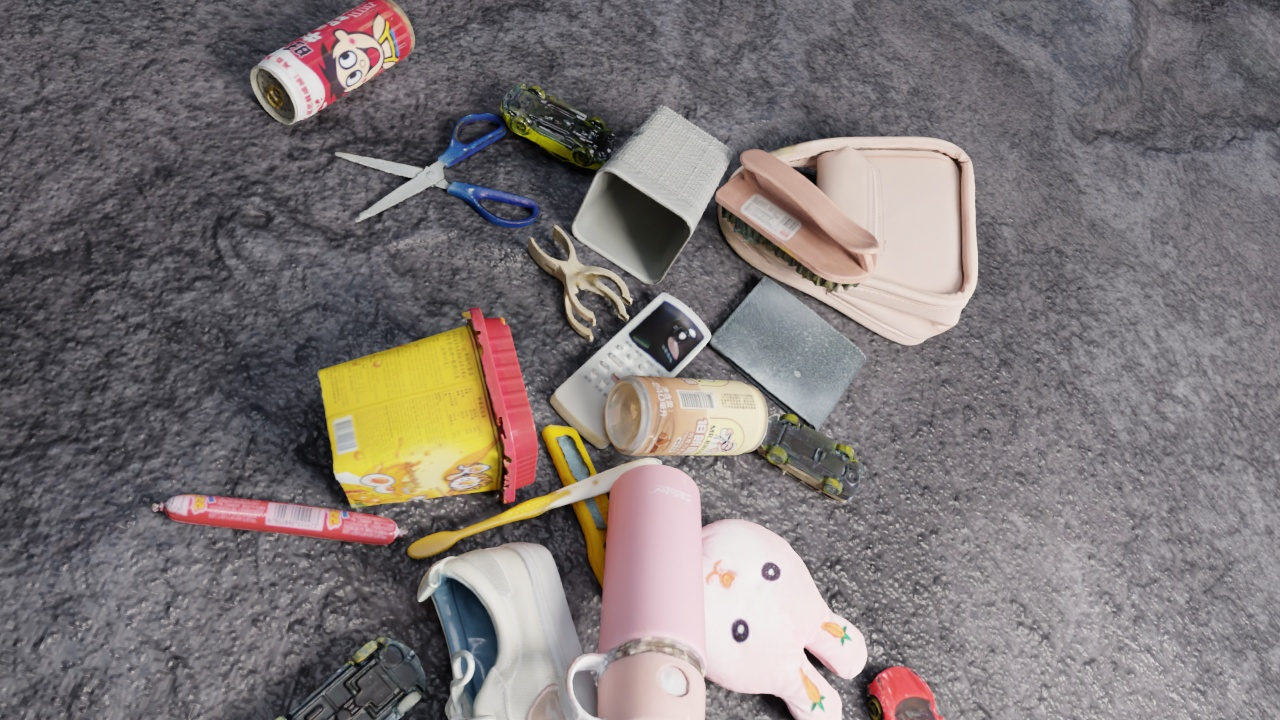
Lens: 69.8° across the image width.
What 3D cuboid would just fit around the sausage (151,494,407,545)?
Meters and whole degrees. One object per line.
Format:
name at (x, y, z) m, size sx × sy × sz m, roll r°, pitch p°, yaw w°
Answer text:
sausage at (-0.229, 0.102, 0.589) m, size 0.155 × 0.020 × 0.020 m, roll 10°, pitch 60°, yaw -16°

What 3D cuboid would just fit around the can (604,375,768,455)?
can at (0.035, 0.042, 0.690) m, size 0.116 × 0.059 × 0.058 m, roll 4°, pitch 61°, yaw -34°

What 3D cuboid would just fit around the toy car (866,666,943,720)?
toy car at (0.199, 0.273, 0.659) m, size 0.049 × 0.031 × 0.106 m, roll -3°, pitch 62°, yaw -24°

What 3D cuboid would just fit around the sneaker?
sneaker at (-0.073, 0.223, 0.536) m, size 0.090 × 0.090 × 0.242 m, roll 5°, pitch 56°, yaw -42°

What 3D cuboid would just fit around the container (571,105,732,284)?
container at (0.014, -0.144, 0.779) m, size 0.090 × 0.090 × 0.114 m, roll 33°, pitch 53°, yaw -2°

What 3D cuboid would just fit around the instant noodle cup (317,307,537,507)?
instant noodle cup at (-0.140, 0.041, 0.609) m, size 0.123 × 0.116 × 0.116 m, roll -12°, pitch 67°, yaw -14°

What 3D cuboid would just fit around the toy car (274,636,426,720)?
toy car at (-0.176, 0.211, 0.543) m, size 0.049 × 0.031 × 0.105 m, roll 47°, pitch 58°, yaw 7°

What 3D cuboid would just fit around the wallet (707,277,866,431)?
wallet at (0.127, -0.008, 0.791) m, size 0.121 × 0.019 × 0.097 m, roll 40°, pitch 57°, yaw 4°

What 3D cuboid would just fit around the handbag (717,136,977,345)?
handbag at (0.188, -0.127, 0.851) m, size 0.234 × 0.094 × 0.193 m, roll 11°, pitch 60°, yaw -6°

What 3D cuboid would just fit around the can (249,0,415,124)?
can at (-0.249, -0.246, 0.749) m, size 0.053 × 0.053 × 0.132 m, roll 40°, pitch 56°, yaw 3°

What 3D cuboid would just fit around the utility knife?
utility knife at (-0.033, 0.113, 0.662) m, size 0.033 × 0.015 × 0.153 m, roll -16°, pitch 70°, yaw -30°

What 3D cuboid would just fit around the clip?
clip at (-0.060, -0.057, 0.734) m, size 0.104 × 0.035 × 0.083 m, roll 35°, pitch 63°, yaw 9°

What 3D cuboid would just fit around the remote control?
remote control at (-0.004, 0.004, 0.729) m, size 0.058 × 0.021 × 0.149 m, roll 42°, pitch 57°, yaw 4°

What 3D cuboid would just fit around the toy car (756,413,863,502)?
toy car at (0.133, 0.079, 0.735) m, size 0.090 × 0.035 × 0.042 m, roll 31°, pitch 55°, yaw -3°

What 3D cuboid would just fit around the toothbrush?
toothbrush at (-0.069, 0.103, 0.642) m, size 0.191 × 0.018 × 0.016 m, roll -17°, pitch 67°, yaw -23°

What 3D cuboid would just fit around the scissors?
scissors at (-0.160, -0.154, 0.760) m, size 0.162 × 0.012 × 0.174 m, roll 31°, pitch 57°, yaw -4°

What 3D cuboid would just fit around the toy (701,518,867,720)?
toy at (0.092, 0.187, 0.651) m, size 0.159 × 0.054 × 0.121 m, roll 37°, pitch 56°, yaw -4°

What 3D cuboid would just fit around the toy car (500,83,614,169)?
toy car at (-0.074, -0.203, 0.806) m, size 0.105 × 0.032 × 0.048 m, roll 26°, pitch 57°, yaw -10°

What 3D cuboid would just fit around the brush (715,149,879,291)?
brush at (0.135, -0.115, 0.765) m, size 0.145 × 0.073 × 0.063 m, roll 41°, pitch 67°, yaw 20°

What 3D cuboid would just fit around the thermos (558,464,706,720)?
thermos at (-0.002, 0.152, 0.572) m, size 0.087 × 0.067 × 0.198 m, roll 21°, pitch 35°, yaw -12°
